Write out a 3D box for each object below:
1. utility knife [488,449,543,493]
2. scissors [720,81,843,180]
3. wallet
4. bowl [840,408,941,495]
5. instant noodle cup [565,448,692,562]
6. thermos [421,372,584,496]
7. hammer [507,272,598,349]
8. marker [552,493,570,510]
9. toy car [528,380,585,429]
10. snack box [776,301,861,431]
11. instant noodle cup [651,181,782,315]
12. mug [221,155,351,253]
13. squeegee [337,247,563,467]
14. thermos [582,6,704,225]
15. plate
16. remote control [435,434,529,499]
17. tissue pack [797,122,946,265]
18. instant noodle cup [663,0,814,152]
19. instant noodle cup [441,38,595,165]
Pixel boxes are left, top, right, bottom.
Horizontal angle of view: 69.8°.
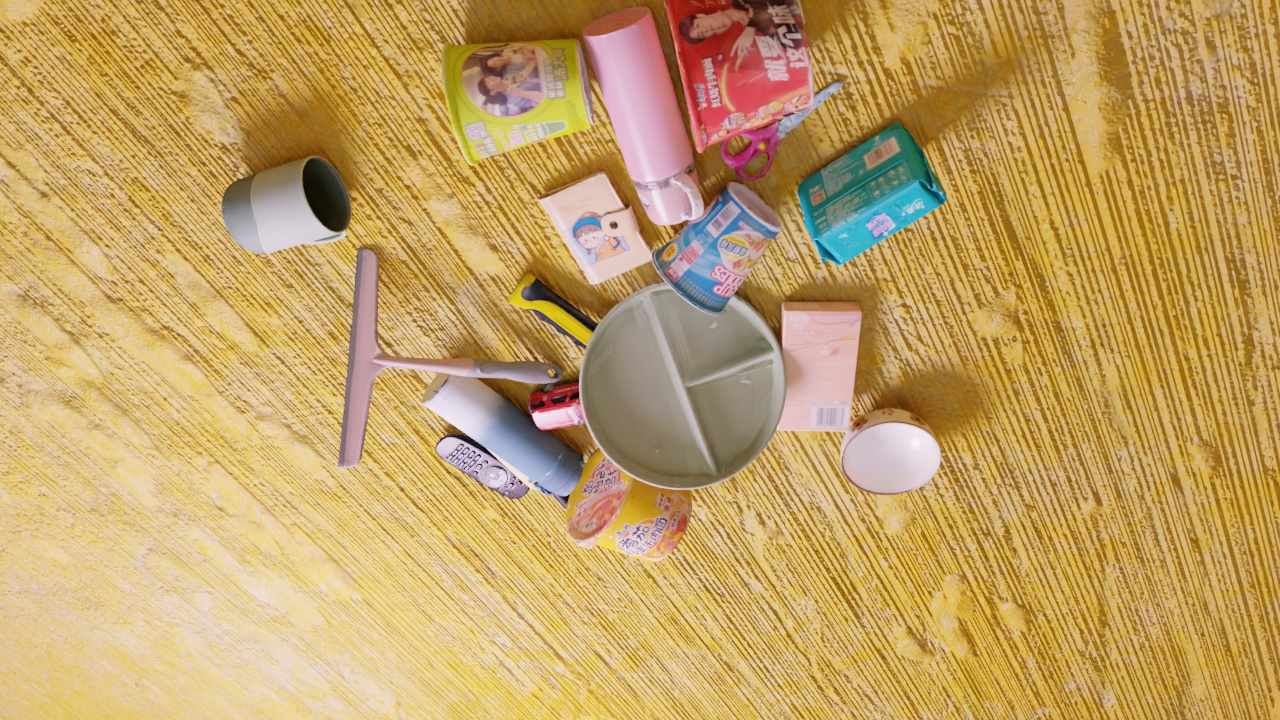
[{"bbox_3d":[-0.171,0.117,1.173,0.031,0.018,0.166,-39,111,18],"label":"utility knife"},{"bbox_3d":[0.140,-0.226,0.886,0.134,0.017,0.056,-34,110,24],"label":"scissors"},{"bbox_3d":[-0.043,-0.140,0.969,0.087,0.024,0.115,-16,122,24],"label":"wallet"},{"bbox_3d":[0.290,0.098,1.080,0.113,0.062,0.114,3,127,3],"label":"bowl"},{"bbox_3d":[-0.010,0.182,1.145,0.109,0.137,0.138,32,124,-26],"label":"instant noodle cup"},{"bbox_3d":[-0.164,0.090,1.130,0.220,0.070,0.070,40,122,-21],"label":"thermos"},{"bbox_3d":[-0.006,0.006,1.048,0.323,0.031,0.126,37,112,-11],"label":"hammer"},{"bbox_3d":[-0.089,0.197,1.231,0.022,0.020,0.132,-32,119,8],"label":"marker"},{"bbox_3d":[-0.077,0.053,1.105,0.121,0.045,0.053,-15,125,15],"label":"toy car"},{"bbox_3d":[0.198,0.009,1.032,0.084,0.026,0.157,1,119,3],"label":"snack box"},{"bbox_3d":[0.082,-0.118,0.930,0.099,0.099,0.110,33,117,-17],"label":"instant noodle cup"},{"bbox_3d":[-0.366,-0.155,0.969,0.106,0.082,0.112,-13,156,16],"label":"mug"},{"bbox_3d":[-0.206,0.006,1.050,0.249,0.040,0.247,5,90,-19],"label":"squeegee"},{"bbox_3d":[0.011,-0.222,0.862,0.067,0.087,0.199,-30,123,-15],"label":"thermos"},{"bbox_3d":[0.047,0.027,1.010,0.230,0.027,0.230,0,93,-5],"label":"plate"},{"bbox_3d":[-0.203,0.135,1.194,0.136,0.024,0.053,35,119,-20],"label":"remote control"},{"bbox_3d":[0.215,-0.156,0.878,0.134,0.093,0.050,-29,134,26],"label":"tissue pack"},{"bbox_3d":[0.086,-0.261,0.796,0.108,0.137,0.138,-12,125,6],"label":"instant noodle cup"},{"bbox_3d":[-0.108,-0.246,0.850,0.123,0.111,0.112,-8,126,4],"label":"instant noodle cup"}]
